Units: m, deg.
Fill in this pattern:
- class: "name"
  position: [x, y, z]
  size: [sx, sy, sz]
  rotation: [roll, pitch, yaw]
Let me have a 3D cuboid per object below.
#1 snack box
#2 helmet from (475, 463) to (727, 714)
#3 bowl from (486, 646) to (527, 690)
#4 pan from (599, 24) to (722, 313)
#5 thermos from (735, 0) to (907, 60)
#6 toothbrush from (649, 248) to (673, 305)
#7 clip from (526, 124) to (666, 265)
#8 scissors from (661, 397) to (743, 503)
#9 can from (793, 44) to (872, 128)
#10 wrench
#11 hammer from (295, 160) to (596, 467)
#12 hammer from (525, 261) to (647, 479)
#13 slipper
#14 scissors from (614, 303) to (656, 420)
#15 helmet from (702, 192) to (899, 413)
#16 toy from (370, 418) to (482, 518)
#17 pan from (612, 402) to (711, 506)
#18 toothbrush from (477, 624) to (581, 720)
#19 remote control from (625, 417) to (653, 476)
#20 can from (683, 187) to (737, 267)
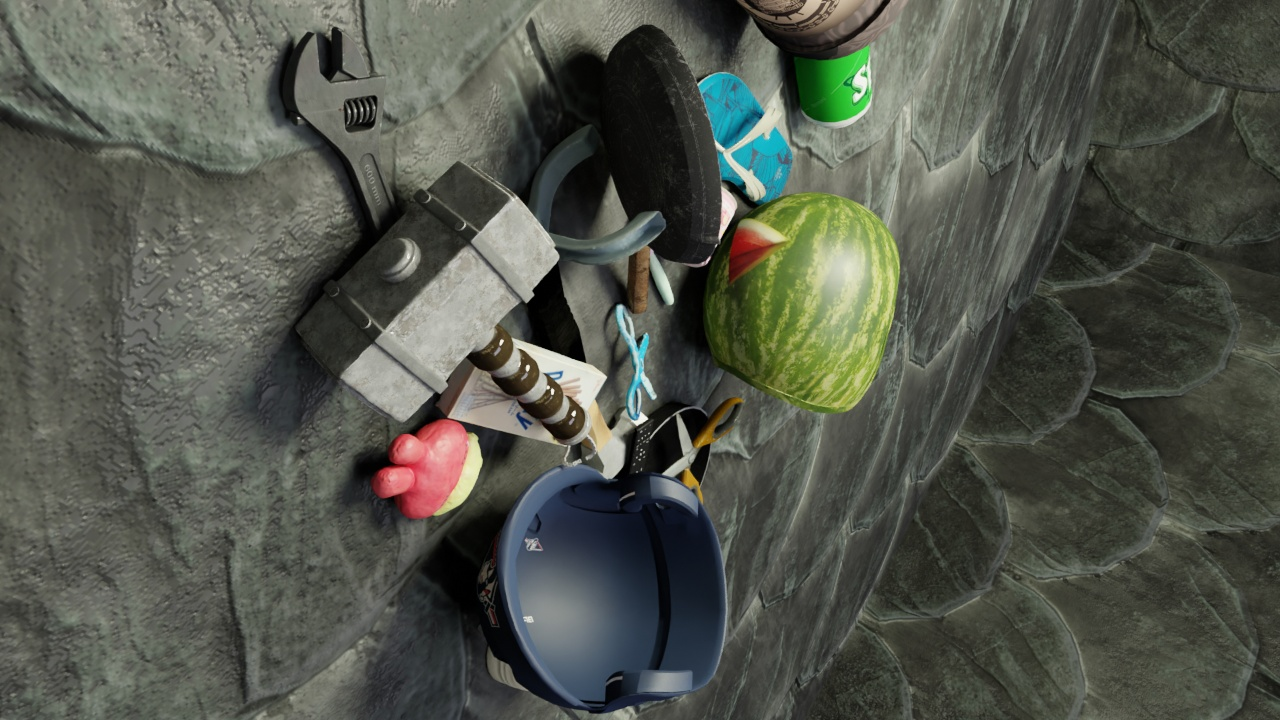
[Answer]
- class: "snack box"
  position: [-0.105, 0.027, 0.837]
  size: [0.150, 0.026, 0.082]
  rotation: [20, 103, -47]
- class: "helmet"
  position: [-0.062, 0.225, 0.908]
  size: [0.272, 0.223, 0.231]
  rotation: [44, 42, -51]
- class: "bowl"
  position: [-0.099, 0.321, 1.063]
  size: [0.150, 0.075, 0.151]
  rotation: [-39, 142, -39]
- class: "pan"
  position: [0.002, -0.138, 0.843]
  size: [0.040, 0.207, 0.358]
  rotation: [-18, 154, -16]
- class: "thermos"
  position: [0.136, -0.392, 0.843]
  size: [0.225, 0.173, 0.173]
  rotation: [6, 106, -54]
- class: "toothbrush"
  position: [0.016, -0.107, 0.997]
  size: [0.015, 0.022, 0.155]
  rotation: [-24, 145, 0]
- class: "clip"
  position: [-0.052, -0.134, 0.772]
  size: [0.032, 0.165, 0.165]
  rotation: [51, 48, -54]
- class: "scissors"
  position: [0.071, 0.135, 1.202]
  size: [0.224, 0.016, 0.230]
  rotation: [-34, 137, -45]
- class: "can"
  position: [0.229, -0.353, 1.097]
  size: [0.087, 0.088, 0.140]
  rotation: [-55, 149, -20]
- class: "wrench"
  position: [-0.186, -0.107, 0.659]
  size: [0.073, 0.018, 0.274]
  rotation: [-46, 147, -31]
- class: "hammer"
  position: [-0.107, 0.004, 0.749]
  size: [0.177, 0.079, 0.326]
  rotation: [-47, 143, -6]
- class: "hammer"
  position: [-0.067, 0.017, 0.931]
  size: [0.130, 0.039, 0.329]
  rotation: [-49, 147, -26]
- class: "slipper"
  position: [0.126, -0.241, 1.040]
  size: [0.294, 0.060, 0.118]
  rotation: [11, 98, -61]
- class: "scissors"
  position: [-0.006, 0.006, 0.996]
  size: [0.134, 0.011, 0.139]
  rotation: [67, 21, -44]
- class: "helmet"
  position: [0.192, -0.082, 1.102]
  size: [0.243, 0.213, 0.247]
  rotation: [17, 100, -42]
- class: "toy"
  position: [-0.180, 0.093, 0.787]
  size: [0.091, 0.045, 0.135]
  rotation: [-65, 157, -5]
- class: "pan"
  position: [0.035, 0.196, 1.236]
  size: [0.224, 0.034, 0.357]
  rotation: [-53, 149, -22]
- class: "toothbrush"
  position: [-0.105, 0.332, 0.951]
  size: [0.010, 0.181, 0.010]
  rotation: [-55, 153, -1]
- class: "remote control"
  position: [-0.006, 0.128, 1.064]
  size: [0.030, 0.009, 0.140]
  rotation: [-32, 142, -45]
- class: "can"
  position: [0.058, -0.148, 0.983]
  size: [0.076, 0.067, 0.067]
  rotation: [-61, 151, -10]
